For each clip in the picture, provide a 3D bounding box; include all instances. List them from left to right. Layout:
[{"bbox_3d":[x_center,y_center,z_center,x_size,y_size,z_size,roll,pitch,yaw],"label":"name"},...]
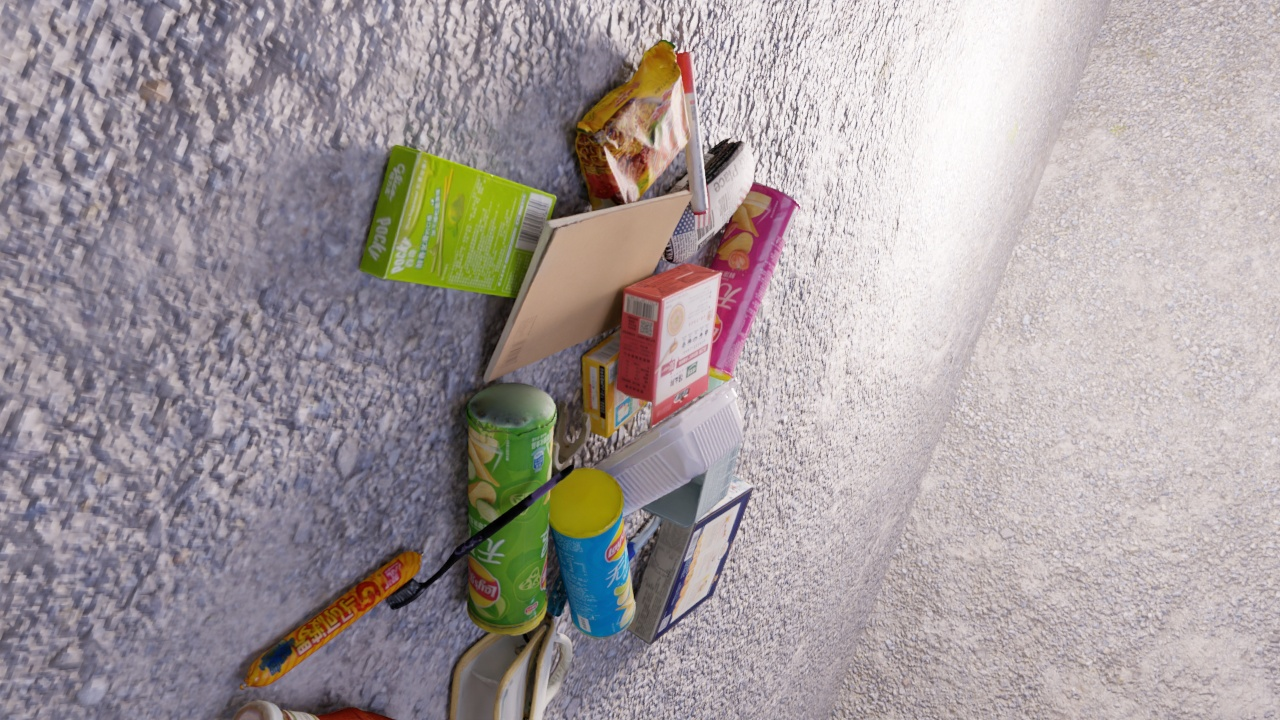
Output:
[{"bbox_3d":[-0.082,0.090,0.837,0.094,0.035,0.102,-18,132,-61],"label":"clip"},{"bbox_3d":[-0.084,0.243,0.960,0.049,0.015,0.057,29,81,-65],"label":"clip"}]

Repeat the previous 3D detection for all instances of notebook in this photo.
[{"bbox_3d":[-0.040,-0.066,0.774,0.210,0.012,0.150,-27,150,-54],"label":"notebook"}]

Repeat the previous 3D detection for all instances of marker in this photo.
[{"bbox_3d":[0.014,0.197,1.100,0.145,0.017,0.017,-44,144,-38],"label":"marker"},{"bbox_3d":[0.047,-0.205,0.836,0.017,0.017,0.145,-29,118,-51],"label":"marker"}]

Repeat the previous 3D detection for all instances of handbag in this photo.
[{"bbox_3d":[-0.113,0.331,0.925,0.178,0.063,0.164,-30,135,-55],"label":"handbag"}]

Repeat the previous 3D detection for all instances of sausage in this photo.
[{"bbox_3d":[-0.219,0.186,0.669,0.164,0.021,0.021,-36,138,-47],"label":"sausage"}]

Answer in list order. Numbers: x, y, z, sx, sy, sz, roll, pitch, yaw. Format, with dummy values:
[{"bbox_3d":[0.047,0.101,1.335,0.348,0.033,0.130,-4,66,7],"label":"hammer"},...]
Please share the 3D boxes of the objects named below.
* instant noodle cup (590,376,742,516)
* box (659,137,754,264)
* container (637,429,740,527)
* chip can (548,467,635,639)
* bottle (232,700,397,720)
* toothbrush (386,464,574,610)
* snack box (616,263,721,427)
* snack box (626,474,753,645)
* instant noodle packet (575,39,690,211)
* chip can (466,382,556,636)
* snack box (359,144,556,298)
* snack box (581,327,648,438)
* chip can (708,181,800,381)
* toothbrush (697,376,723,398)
[{"bbox_3d":[0.023,0.092,0.891,0.174,0.060,0.137,-33,177,41],"label":"instant noodle cup"},{"bbox_3d":[0.059,-0.161,0.911,0.163,0.060,0.072,-48,123,-33],"label":"box"},{"bbox_3d":[0.053,0.121,1.042,0.111,0.090,0.090,-17,124,-60],"label":"container"},{"bbox_3d":[-0.045,0.192,0.886,0.071,0.071,0.211,-50,152,-32],"label":"chip can"},{"bbox_3d":[-0.227,0.288,0.686,0.059,0.060,0.206,-59,151,-17],"label":"bottle"},{"bbox_3d":[-0.127,0.137,0.719,0.189,0.014,0.017,-38,122,6],"label":"toothbrush"},{"bbox_3d":[0.026,-0.017,0.873,0.113,0.044,0.127,-28,129,-53],"label":"snack box"},{"bbox_3d":[0.066,0.251,1.182,0.182,0.046,0.178,-14,126,-60],"label":"snack box"},{"bbox_3d":[-0.003,-0.189,0.773,0.128,0.044,0.111,-54,153,-27],"label":"instant noodle packet"},{"bbox_3d":[-0.110,0.125,0.768,0.072,0.073,0.222,-32,135,-49],"label":"chip can"},{"bbox_3d":[-0.122,-0.092,0.644,0.156,0.026,0.086,2,108,-62],"label":"snack box"},{"bbox_3d":[-0.005,0.005,0.915,0.140,0.034,0.087,-37,139,-43],"label":"snack box"},{"bbox_3d":[0.105,-0.086,1.007,0.071,0.071,0.210,28,83,-62],"label":"chip can"},{"bbox_3d":[0.107,-0.057,1.080,0.027,0.026,0.225,5,105,-39],"label":"toothbrush"}]
